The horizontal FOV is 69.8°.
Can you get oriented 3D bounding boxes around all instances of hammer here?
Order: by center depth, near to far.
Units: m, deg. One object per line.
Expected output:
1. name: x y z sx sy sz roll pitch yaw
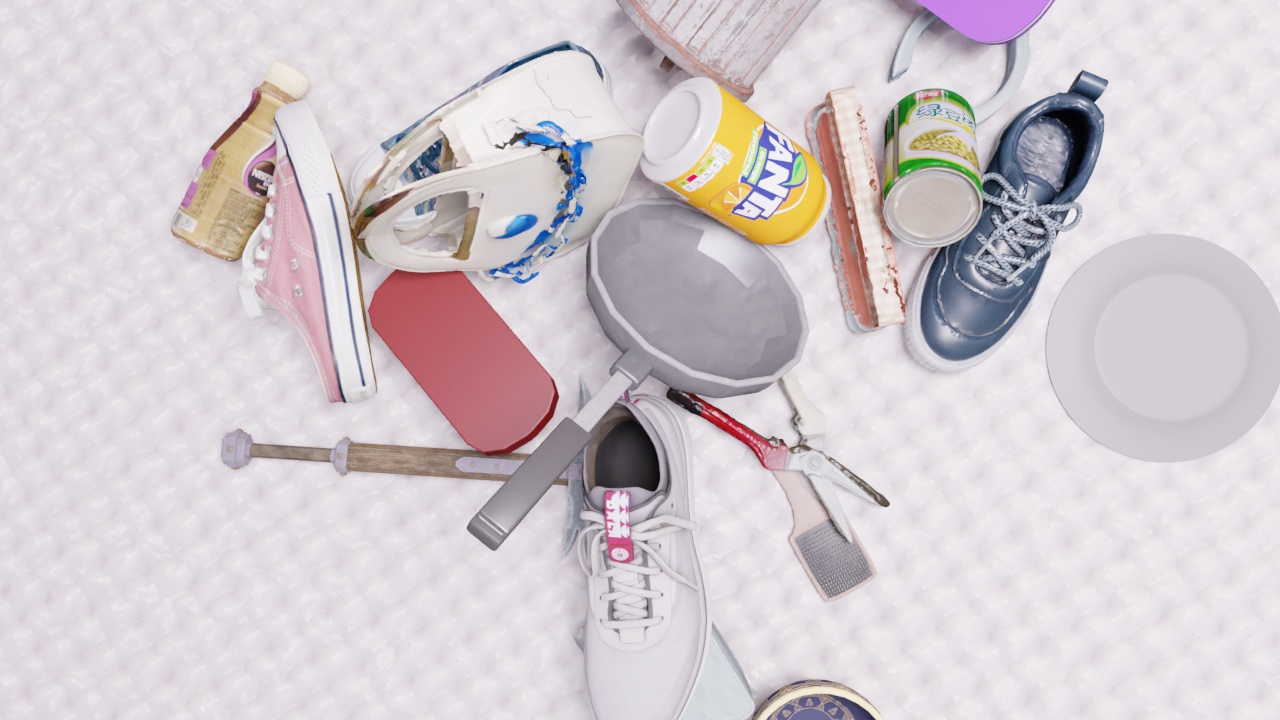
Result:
1. hammer: -0.191 0.078 0.755 0.317 0.028 0.147 3 84 4

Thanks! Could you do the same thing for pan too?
1. pan: -0.004 0.004 0.621 0.178 0.356 0.041 38 135 4

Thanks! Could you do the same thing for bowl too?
1. bowl: 0.134 0.296 0.704 0.112 0.061 0.112 0 91 2

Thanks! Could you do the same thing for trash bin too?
1. trash bin: 0.084 -0.296 0.654 0.131 0.130 0.212 45 117 4

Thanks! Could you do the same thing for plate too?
1. plate: 0.408 -0.010 0.711 0.178 0.012 0.178 0 89 5

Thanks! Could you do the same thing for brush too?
1. brush: 0.136 0.125 0.731 0.050 0.015 0.135 -30 87 3
2. brush: -0.139 -0.003 0.732 0.082 0.042 0.173 -40 78 -5

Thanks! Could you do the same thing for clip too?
1. clip: 0.250 -0.278 0.721 0.141 0.029 0.171 30 91 3

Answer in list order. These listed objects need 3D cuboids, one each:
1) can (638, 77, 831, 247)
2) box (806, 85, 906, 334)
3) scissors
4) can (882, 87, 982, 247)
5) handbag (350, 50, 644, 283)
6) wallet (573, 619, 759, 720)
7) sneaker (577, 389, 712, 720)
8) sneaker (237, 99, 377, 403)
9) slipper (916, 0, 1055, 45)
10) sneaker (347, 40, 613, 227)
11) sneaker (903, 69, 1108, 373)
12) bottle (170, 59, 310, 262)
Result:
1. can: 0.071 -0.141 0.674 0.079 0.142 0.079 -23 57 40
2. box: 0.165 -0.114 0.704 0.043 0.083 0.187 -11 86 2
3. scissors: 0.110 0.048 0.728 0.193 0.015 0.179 6 82 -2
4. can: 0.213 -0.144 0.672 0.067 0.120 0.067 8 134 8
5. handbag: -0.103 -0.114 0.648 0.199 0.201 0.093 -26 79 -20
6. wallet: 0.020 0.241 0.722 0.100 0.054 0.131 -31 84 -4
7. sneaker: -0.005 0.142 0.659 0.097 0.129 0.262 -3 74 13
8. sneaker: -0.270 -0.080 0.726 0.087 0.118 0.241 -10 94 -13
9. slipper: 0.207 -0.345 0.700 0.266 0.083 0.107 47 119 10
10. sneaker: -0.130 -0.176 0.727 0.235 0.079 0.087 -28 87 4
11. sneaker: 0.278 -0.098 0.686 0.089 0.087 0.235 24 91 4
12. bottle: -0.322 -0.166 0.753 0.059 0.059 0.166 27 91 5
